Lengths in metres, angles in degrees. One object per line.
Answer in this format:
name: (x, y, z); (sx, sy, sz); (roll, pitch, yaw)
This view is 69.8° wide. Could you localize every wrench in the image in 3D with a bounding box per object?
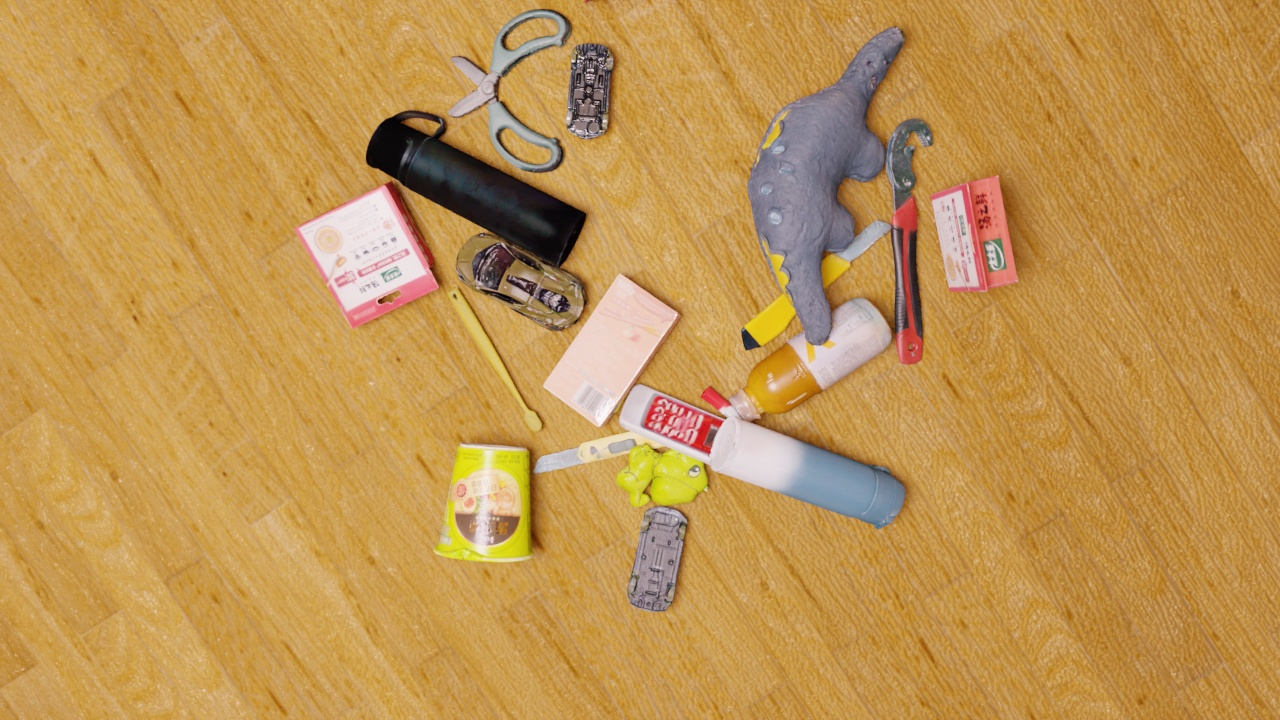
wrench: (0.299, -0.131, 1.026); (0.056, 0.016, 0.273); (-3, 96, -20)

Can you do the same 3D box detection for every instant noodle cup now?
instant noodle cup: (-0.170, 0.155, 1.027); (0.112, 0.111, 0.123); (4, 87, 1)

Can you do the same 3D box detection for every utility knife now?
utility knife: (-0.025, 0.100, 1.062); (0.204, 0.021, 0.031); (-13, 89, 7)
utility knife: (0.197, -0.086, 1.038); (0.216, 0.015, 0.033); (-40, 93, 4)

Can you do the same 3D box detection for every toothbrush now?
toothbrush: (-0.166, 0.000, 1.057); (0.016, 0.016, 0.190); (-32, 91, 4)

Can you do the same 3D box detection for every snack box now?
snack box: (0.357, -0.132, 0.974); (0.044, 0.127, 0.113); (-12, 94, 2)
snack box: (-0.302, -0.119, 1.030); (0.113, 0.044, 0.127); (-24, 107, 3)
snack box: (-0.033, -0.011, 1.037); (0.084, 0.026, 0.157); (36, 94, 12)

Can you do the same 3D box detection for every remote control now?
remote control: (0.045, 0.074, 1.039); (0.136, 0.020, 0.055); (23, 68, 4)

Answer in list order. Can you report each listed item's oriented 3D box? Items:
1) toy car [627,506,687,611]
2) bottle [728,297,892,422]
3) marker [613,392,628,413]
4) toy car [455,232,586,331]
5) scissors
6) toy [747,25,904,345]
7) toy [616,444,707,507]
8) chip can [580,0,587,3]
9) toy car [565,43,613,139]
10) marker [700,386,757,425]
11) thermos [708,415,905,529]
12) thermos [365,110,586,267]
toy car: (0.019, 0.229, 1.058); (0.054, 0.037, 0.120); (12, 85, 2)
bottle: (0.186, 0.005, 1.019); (0.189, 0.068, 0.068); (-34, 92, 4)
marker: (-0.006, 0.006, 1.053); (0.018, 0.015, 0.124); (30, 92, 12)
toy car: (-0.136, -0.089, 1.037); (0.158, 0.042, 0.070); (26, 94, 2)
scissors: (-0.126, -0.299, 1.032); (0.171, 0.019, 0.170); (-37, 94, 3)
toy: (0.190, -0.200, 0.986); (0.138, 0.091, 0.356); (17, 87, 1)
toy: (0.028, 0.132, 1.050); (0.100, 0.031, 0.097); (28, 93, -6)
chip can: (0.033, -0.439, 0.990); (0.210, 0.071, 0.071); (-8, 94, 2)
toy car: (-0.057, -0.298, 1.022); (0.049, 0.031, 0.105); (5, 93, 2)
marker: (0.130, 0.080, 1.052); (0.145, 0.017, 0.017); (38, 94, -1)
thermos: (0.187, 0.124, 1.013); (0.220, 0.070, 0.070); (20, 94, -13)
thermos: (-0.177, -0.198, 1.018); (0.242, 0.068, 0.090); (28, 78, 0)
